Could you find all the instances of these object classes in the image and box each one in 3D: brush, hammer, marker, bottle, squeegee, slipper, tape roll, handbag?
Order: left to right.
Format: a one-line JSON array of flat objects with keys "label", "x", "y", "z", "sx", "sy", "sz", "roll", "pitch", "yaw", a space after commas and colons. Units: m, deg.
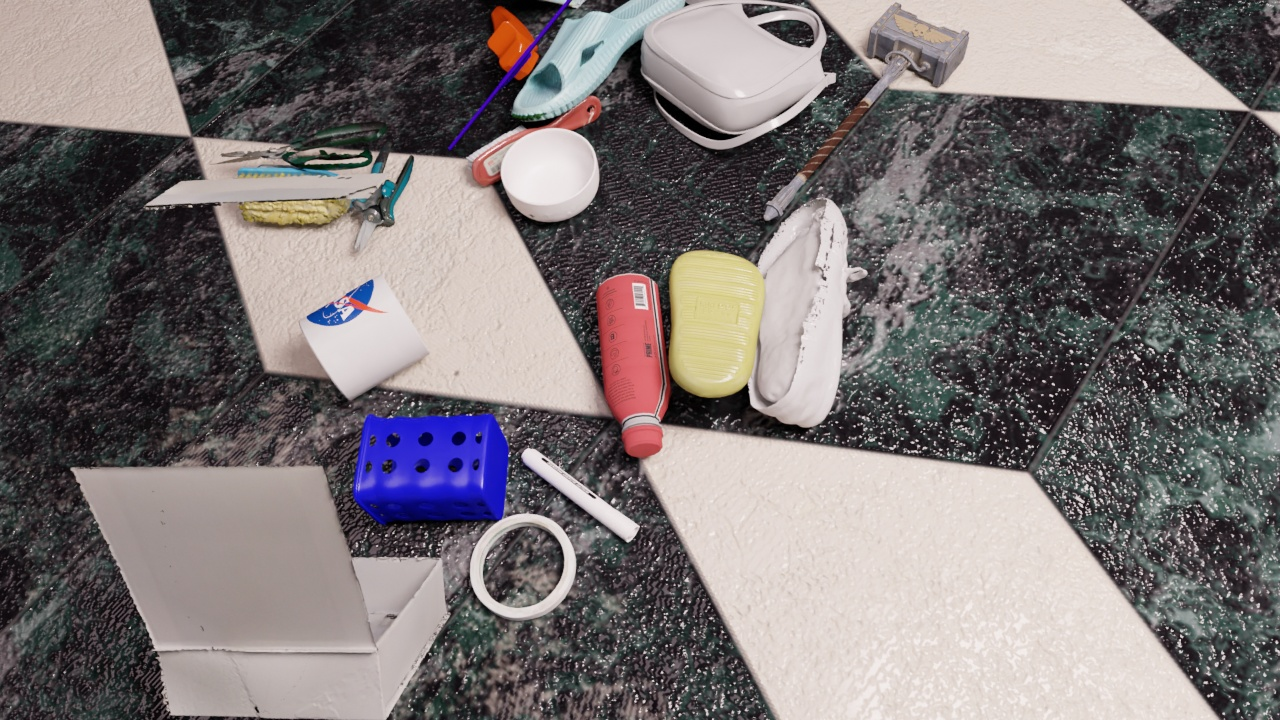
[{"label": "brush", "x": -0.377, "y": -0.191, "z": 1.026, "sx": 0.136, "sy": 0.055, "sz": 0.075, "roll": 3, "pitch": 40, "yaw": 9}, {"label": "squeegee", "x": -0.151, "y": -0.375, "z": 1.085, "sx": 0.250, "sy": 0.055, "sz": 0.184, "roll": -45, "pitch": 41, "yaw": 20}, {"label": "tape roll", "x": -0.104, "y": 0.181, "z": 0.809, "sx": 0.093, "sy": 0.013, "sz": 0.092, "roll": -3, "pitch": 61, "yaw": 5}, {"label": "brush", "x": -0.121, "y": -0.254, "z": 1.039, "sx": 0.172, "sy": 0.041, "sz": 0.030, "roll": -34, "pitch": 48, "yaw": -14}, {"label": "marker", "x": -0.056, "y": 0.120, "z": 0.835, "sx": 0.133, "sy": 0.017, "sz": 0.020, "roll": 33, "pitch": 33, "yaw": 22}, {"label": "slipper", "x": -0.055, "y": -0.369, "z": 1.055, "sx": 0.275, "sy": 0.069, "sz": 0.116, "roll": -46, "pitch": 32, "yaw": -21}, {"label": "bottle", "x": -0.005, "y": 0.005, "z": 0.865, "sx": 0.062, "sy": 0.062, "sz": 0.176, "roll": -8, "pitch": 61, "yaw": 3}, {"label": "slipper", "x": 0.070, "y": -0.026, "z": 0.863, "sx": 0.091, "sy": 0.082, "sz": 0.190, "roll": 3, "pitch": 45, "yaw": 4}, {"label": "handbag", "x": 0.131, "y": -0.342, "z": 1.047, "sx": 0.222, "sy": 0.096, "sz": 0.216, "roll": -34, "pitch": 63, "yaw": -26}, {"label": "slipper", "x": 0.159, "y": -0.051, "z": 0.870, "sx": 0.112, "sy": 0.074, "sz": 0.246, "roll": -13, "pitch": 53, "yaw": 36}, {"label": "hammer", "x": 0.229, "y": -0.260, "z": 0.991, "sx": 0.098, "sy": 0.044, "sz": 0.321, "roll": 33, "pitch": 70, "yaw": 22}]

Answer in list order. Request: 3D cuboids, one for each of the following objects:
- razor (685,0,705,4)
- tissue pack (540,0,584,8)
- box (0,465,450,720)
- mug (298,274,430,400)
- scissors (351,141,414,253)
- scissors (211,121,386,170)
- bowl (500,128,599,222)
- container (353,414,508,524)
[{"label": "razor", "x": 0.107, "y": -0.494, "z": 1.128, "sx": 0.047, "sy": 0.088, "sz": 0.116, "roll": 40, "pitch": 53, "yaw": 24}, {"label": "tissue pack", "x": -0.128, "y": -0.482, "z": 1.124, "sx": 0.144, "sy": 0.062, "sz": 0.093, "roll": -6, "pitch": 48, "yaw": -39}, {"label": "box", "x": -0.270, "y": 0.142, "z": 0.571, "sx": 0.167, "sy": 0.507, "sz": 0.148, "roll": -1, "pitch": 65, "yaw": 5}, {"label": "mug", "x": -0.274, "y": -0.027, "z": 0.909, "sx": 0.090, "sy": 0.091, "sz": 0.121, "roll": -32, "pitch": 28, "yaw": -11}, {"label": "scissors", "x": -0.282, "y": -0.181, "z": 1.019, "sx": 0.138, "sy": 0.019, "sz": 0.129, "roll": -24, "pitch": 87, "yaw": -40}, {"label": "scissors", "x": -0.381, "y": -0.248, "z": 1.050, "sx": 0.209, "sy": 0.015, "sz": 0.154, "roll": 3, "pitch": 36, "yaw": 12}, {"label": "bowl", "x": -0.095, "y": -0.194, "z": 0.991, "sx": 0.105, "sy": 0.054, "sz": 0.104, "roll": -3, "pitch": 63, "yaw": 6}, {"label": "container", "x": -0.183, "y": 0.098, "z": 0.824, "sx": 0.113, "sy": 0.085, "sz": 0.084, "roll": -2, "pitch": 62, "yaw": 5}]
